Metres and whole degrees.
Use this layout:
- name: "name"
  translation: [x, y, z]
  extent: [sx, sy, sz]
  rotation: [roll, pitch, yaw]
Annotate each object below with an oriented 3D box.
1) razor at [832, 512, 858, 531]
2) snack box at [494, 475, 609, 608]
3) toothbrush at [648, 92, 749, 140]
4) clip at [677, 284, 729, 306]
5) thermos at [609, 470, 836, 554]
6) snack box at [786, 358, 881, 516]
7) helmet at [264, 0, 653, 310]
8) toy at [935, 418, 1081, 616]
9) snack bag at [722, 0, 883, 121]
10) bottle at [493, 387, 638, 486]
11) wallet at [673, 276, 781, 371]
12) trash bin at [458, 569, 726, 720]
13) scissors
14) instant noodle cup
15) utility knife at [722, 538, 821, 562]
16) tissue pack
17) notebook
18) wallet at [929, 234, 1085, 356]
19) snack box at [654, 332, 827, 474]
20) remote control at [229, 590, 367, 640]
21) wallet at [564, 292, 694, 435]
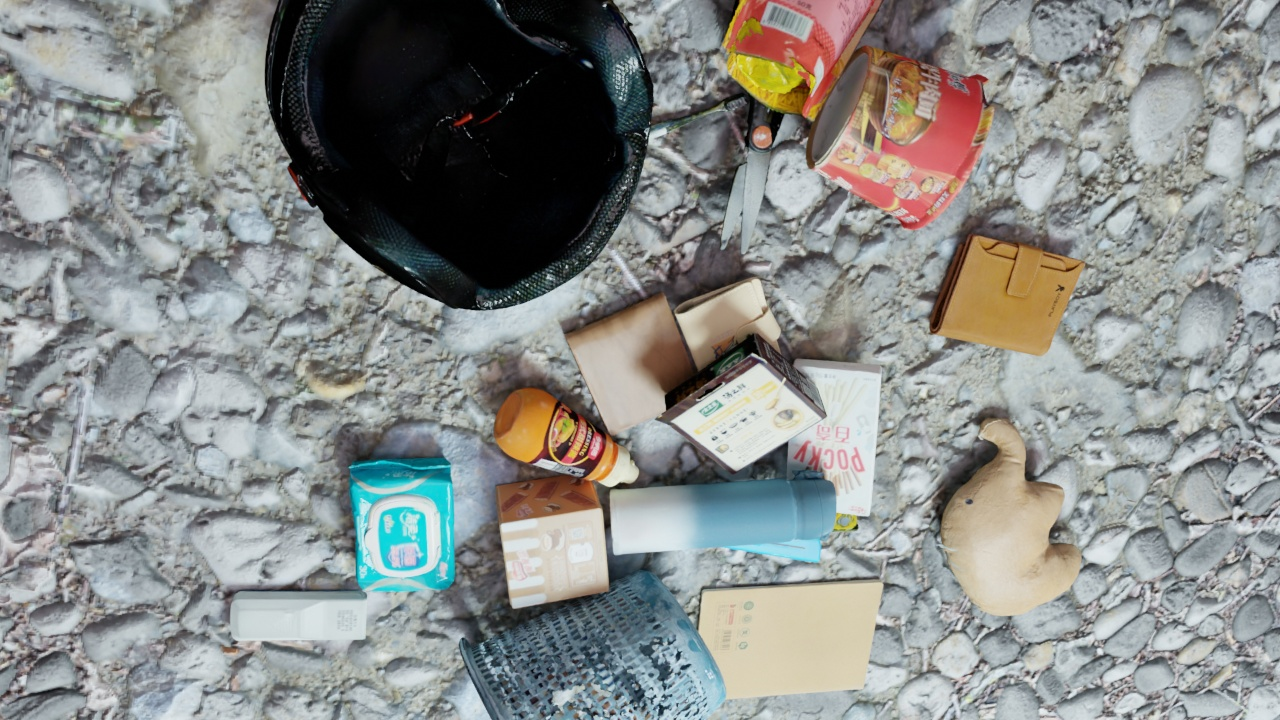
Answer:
- name: "razor"
  translation: [0.217, 0.118, 0.950]
  extent: [0.043, 0.028, 0.133]
  rotation: [2, 108, -9]
- name: "snack box"
  translation: [-0.085, 0.170, 0.877]
  extent: [0.094, 0.077, 0.093]
  rotation: [-8, 112, -10]
- name: "toothbrush"
  translation: [0.007, -0.195, 0.791]
  extent: [0.186, 0.017, 0.012]
  rotation: [-21, 115, -4]
- name: "clip"
  translation: [0.064, -0.053, 0.854]
  extent: [0.056, 0.024, 0.026]
  rotation: [-29, 111, 4]
- name: "thermos"
  translation: [0.079, 0.148, 0.893]
  extent: [0.220, 0.070, 0.070]
  rotation: [-5, 111, 0]
- name: "snack box"
  translation: [0.190, 0.077, 0.910]
  extent: [0.085, 0.026, 0.157]
  rotation: [5, 111, 15]
- name: "helmet"
  translation: [-0.133, -0.170, 0.657]
  extent: [0.233, 0.230, 0.275]
  rotation: [-45, 114, -9]
- name: "toy"
  translation: [0.386, 0.175, 0.982]
  extent: [0.143, 0.082, 0.226]
  rotation: [-27, 110, -6]
- name: "snack bag"
  translation: [0.146, -0.310, 0.736]
  extent: [0.128, 0.073, 0.207]
  rotation: [28, 85, -28]
- name: "bottle"
  translation: [-0.063, 0.080, 0.860]
  extent: [0.149, 0.066, 0.067]
  rotation: [29, 102, -27]
- name: "wallet"
  translation: [0.088, -0.019, 0.857]
  extent: [0.087, 0.024, 0.115]
  rotation: [-25, 126, -1]
- name: "trash bin"
  translation: [-0.035, 0.314, 0.886]
  extent: [0.195, 0.227, 0.227]
  rotation: [-31, 114, -14]
- name: "scissors"
  translation: [0.121, -0.203, 0.788]
  extent: [0.161, 0.022, 0.234]
  rotation: [-13, 102, -13]
- name: "instant noodle cup"
  translation: [0.211, -0.193, 0.779]
  extent: [0.108, 0.137, 0.138]
  rotation: [20, 105, -9]
- name: "utility knife"
  translation: [0.096, 0.183, 0.953]
  extent: [0.203, 0.018, 0.034]
  rotation: [10, 109, -14]
- name: "tissue pack"
  translation: [-0.221, 0.150, 0.856]
  extent: [0.093, 0.050, 0.134]
  rotation: [-2, 110, -10]
- name: "notebook"
  translation: [0.162, 0.312, 1.021]
  extent: [0.207, 0.008, 0.148]
  rotation: [-1, 111, -12]
- name: "wallet"
  translation: [0.363, -0.064, 0.909]
  extent: [0.131, 0.031, 0.108]
  rotation: [11, 109, -17]
- name: "snack box"
  translation: [0.091, 0.040, 0.852]
  extent: [0.113, 0.053, 0.125]
  rotation: [-35, 126, 22]
- name: "remote control"
  translation: [-0.329, 0.248, 0.885]
  extent: [0.125, 0.024, 0.049]
  rotation: [2, 110, -13]
- name: "wallet"
  translation: [-0.005, 0.005, 0.864]
  extent: [0.101, 0.020, 0.115]
  rotation: [-23, 116, -3]
